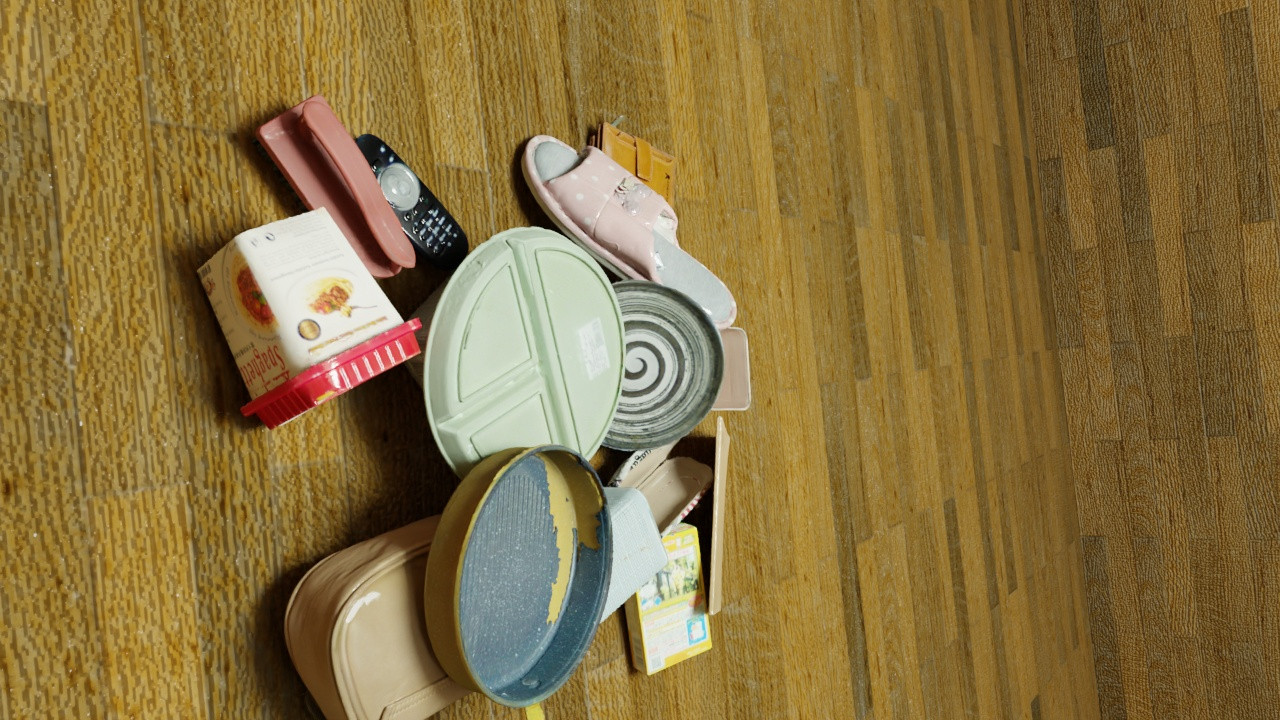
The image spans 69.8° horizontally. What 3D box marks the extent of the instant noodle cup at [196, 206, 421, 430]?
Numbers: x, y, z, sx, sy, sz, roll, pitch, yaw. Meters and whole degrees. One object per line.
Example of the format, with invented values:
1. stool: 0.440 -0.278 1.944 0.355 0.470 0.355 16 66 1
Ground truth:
1. instant noodle cup: -0.240 -0.032 0.654 0.116 0.117 0.124 -35 100 -48

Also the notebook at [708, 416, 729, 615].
1. notebook: 0.090 0.179 1.048 0.149 0.012 0.211 61 32 -75

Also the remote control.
1. remote control: -0.200 -0.131 0.781 0.136 0.024 0.053 50 51 -32

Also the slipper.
1. slipper: -0.004 -0.132 0.921 0.274 0.055 0.113 42 40 -6

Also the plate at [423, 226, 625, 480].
1. plate: -0.085 0.005 0.766 0.229 0.027 0.230 -13 107 -51

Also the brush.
1. brush: -0.227 -0.127 0.707 0.063 0.069 0.146 -49 122 -37

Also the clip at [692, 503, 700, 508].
1. clip: 0.030 0.193 1.014 0.099 0.035 0.098 -29 105 -45

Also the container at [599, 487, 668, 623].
1. container: -0.049 0.186 0.874 0.111 0.090 0.090 -35 111 -45

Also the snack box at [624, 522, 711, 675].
1. snack box: 0.026 0.251 0.974 0.086 0.034 0.140 -13 101 -32

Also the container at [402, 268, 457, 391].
1. container: -0.141 -0.024 0.789 0.114 0.090 0.090 -53 124 -38

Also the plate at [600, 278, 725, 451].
1. plate: -0.005 0.005 0.916 0.024 0.179 0.179 -98 167 -72

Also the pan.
1. pan: -0.077 0.242 0.699 0.197 0.078 0.357 6 86 -59

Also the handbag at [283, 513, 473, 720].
1. handbag: -0.173 0.200 0.712 0.204 0.100 0.148 -12 102 -52

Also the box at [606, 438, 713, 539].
1. box: 0.022 0.123 0.977 0.161 0.075 0.086 -36 139 -48

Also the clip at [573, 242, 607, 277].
1. clip: -0.053 -0.104 0.971 0.024 0.028 0.057 -54 134 -38

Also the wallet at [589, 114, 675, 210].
1. wallet: -0.008 -0.203 1.031 0.130 0.035 0.119 11 83 -50

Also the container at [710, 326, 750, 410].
1. container: 0.049 0.013 1.002 0.090 0.111 0.090 3 82 -52
